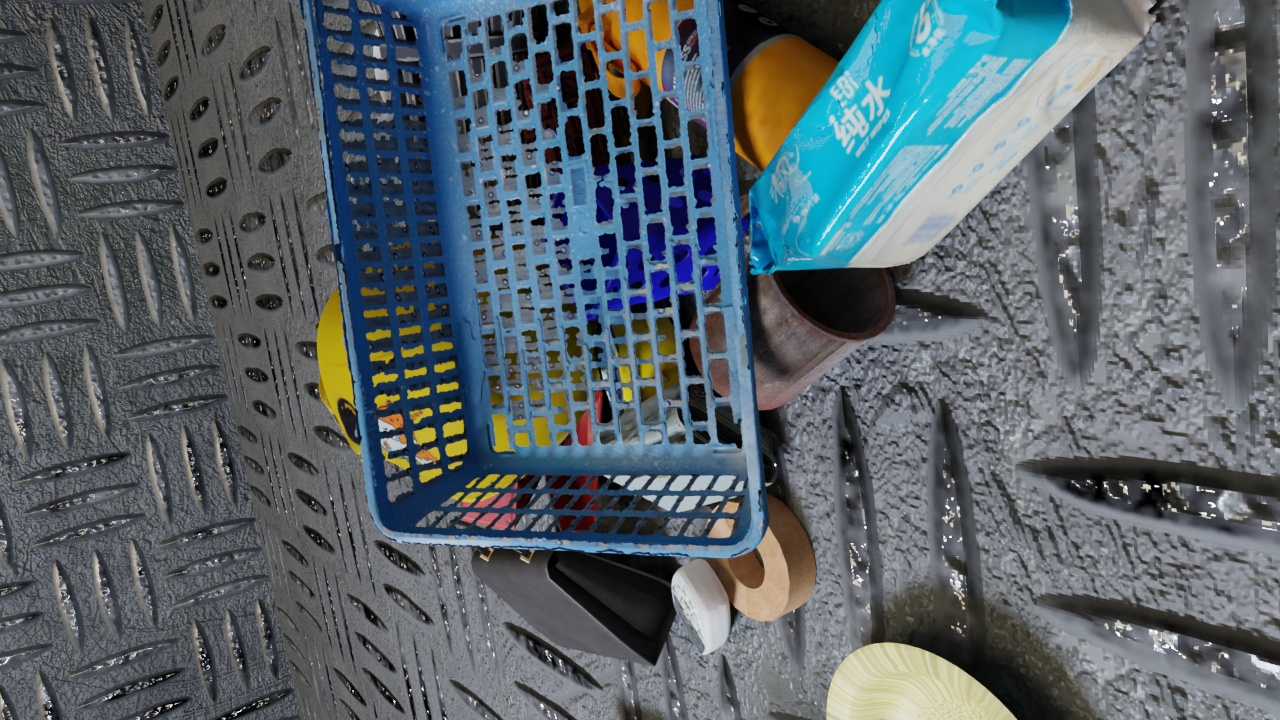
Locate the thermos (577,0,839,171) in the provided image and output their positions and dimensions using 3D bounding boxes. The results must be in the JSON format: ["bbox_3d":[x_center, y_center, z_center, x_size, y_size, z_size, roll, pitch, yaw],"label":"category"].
[{"bbox_3d":[0.043,-0.186,0.574,0.232,0.091,0.076,46,140,31],"label":"thermos"}]

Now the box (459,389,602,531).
[{"bbox_3d":[-0.108,0.063,0.851,0.137,0.126,0.157,-112,24,-64],"label":"box"}]

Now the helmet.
[{"bbox_3d":[-0.150,-0.027,0.709,0.240,0.208,0.140,25,141,19],"label":"helmet"}]

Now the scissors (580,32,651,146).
[{"bbox_3d":[-0.005,-0.274,0.689,0.114,0.016,0.229,48,136,34],"label":"scissors"}]

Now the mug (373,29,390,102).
[{"bbox_3d":[-0.193,-0.271,0.890,0.085,0.094,0.121,-30,78,56],"label":"mug"}]

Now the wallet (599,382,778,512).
[{"bbox_3d":[0.030,0.071,0.694,0.100,0.054,0.132,35,148,-17],"label":"wallet"}]

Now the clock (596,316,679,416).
[{"bbox_3d":[-0.004,0.004,0.746,0.119,0.057,0.083,125,131,-73],"label":"clock"}]

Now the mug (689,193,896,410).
[{"bbox_3d":[0.083,-0.042,0.580,0.110,0.096,0.123,-45,68,48],"label":"mug"}]

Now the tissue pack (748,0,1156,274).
[{"bbox_3d":[0.139,-0.115,0.451,0.066,0.116,0.210,65,145,25],"label":"tissue pack"}]

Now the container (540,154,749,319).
[{"bbox_3d":[0.003,-0.092,0.658,0.084,0.113,0.085,56,142,27],"label":"container"}]

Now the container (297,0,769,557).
[{"bbox_3d":[-0.052,-0.077,0.533,0.258,0.089,0.362,-3,96,25],"label":"container"}]

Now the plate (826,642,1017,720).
[{"bbox_3d":[0.199,0.261,0.577,0.184,0.036,0.184,27,124,49],"label":"plate"}]

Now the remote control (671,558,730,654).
[{"bbox_3d":[0.049,0.201,0.747,0.060,0.028,0.114,58,165,28],"label":"remote control"}]

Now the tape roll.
[{"bbox_3d":[0.090,0.149,0.701,0.094,0.027,0.094,26,123,49],"label":"tape roll"}]

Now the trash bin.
[{"bbox_3d":[-0.148,-0.223,0.793,0.164,0.163,0.228,23,124,50],"label":"trash bin"}]

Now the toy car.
[{"bbox_3d":[-0.044,-0.158,0.708,0.062,0.070,0.170,-128,18,-56],"label":"toy car"}]

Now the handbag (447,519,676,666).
[{"bbox_3d":[-0.093,0.195,0.841,0.195,0.072,0.176,36,154,-22],"label":"handbag"}]
